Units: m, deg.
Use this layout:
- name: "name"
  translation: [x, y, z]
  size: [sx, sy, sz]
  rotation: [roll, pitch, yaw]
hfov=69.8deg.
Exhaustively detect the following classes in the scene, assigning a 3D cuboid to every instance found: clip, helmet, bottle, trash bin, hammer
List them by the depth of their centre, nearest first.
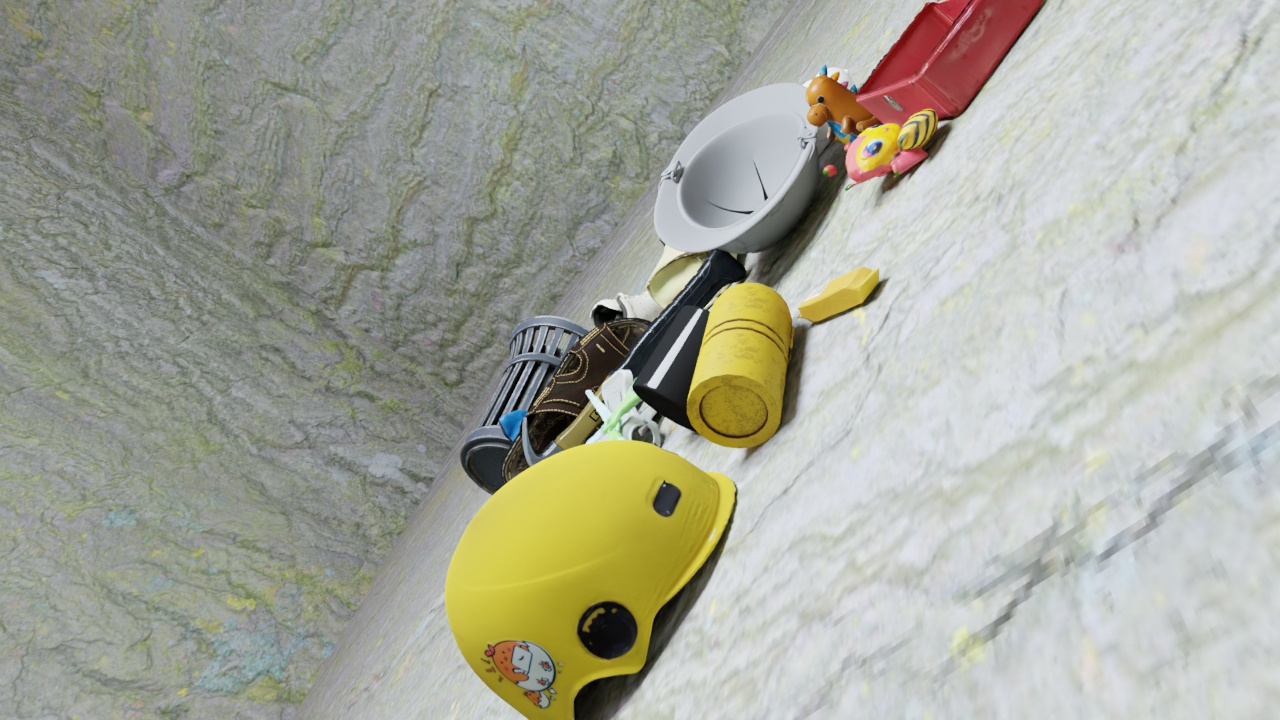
- name: "helmet"
  translation: [-0.056, 0.143, 0.691]
  size: [0.240, 0.139, 0.208]
  rotation: [-51, 11, 16]
- name: "bottle"
  translation: [0.085, -0.009, 0.731]
  size: [0.071, 0.071, 0.163]
  rotation: [-47, 14, 35]
- name: "clip"
  translation: [-0.020, 0.085, 0.967]
  size: [0.125, 0.072, 0.142]
  rotation: [-36, 31, 54]
- name: "helmet"
  translation: [0.125, -0.178, 1.002]
  size: [0.184, 0.118, 0.270]
  rotation: [-7, 46, 33]
- name: "hammer"
  translation: [-0.006, 0.006, 1.039]
  size: [0.333, 0.118, 0.025]
  rotation: [-50, 12, -2]
- name: "trash bin"
  translation: [-0.146, 0.074, 1.287]
  size: [0.165, 0.164, 0.226]
  rotation: [-44, 18, 45]

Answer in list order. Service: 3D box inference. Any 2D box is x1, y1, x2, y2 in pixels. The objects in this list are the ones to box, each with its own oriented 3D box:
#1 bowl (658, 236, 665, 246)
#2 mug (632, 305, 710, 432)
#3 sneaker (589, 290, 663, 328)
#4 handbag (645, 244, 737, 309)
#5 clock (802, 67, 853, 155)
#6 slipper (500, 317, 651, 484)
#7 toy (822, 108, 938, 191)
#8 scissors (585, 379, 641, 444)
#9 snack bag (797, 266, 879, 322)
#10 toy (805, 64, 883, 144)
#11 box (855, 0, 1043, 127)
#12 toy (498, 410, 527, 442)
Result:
- name: "bowl"
  translation: [0.095, -0.202, 1.222]
  size: [0.157, 0.038, 0.158]
  rotation: [-31, -32, -22]
- name: "mug"
  translation: [0.050, 0.014, 0.840]
  size: [0.088, 0.078, 0.114]
  rotation: [-57, -17, -13]
- name: "sneaker"
  translation: [-0.015, -0.056, 1.245]
  size: [0.089, 0.102, 0.240]
  rotation: [-47, 12, 38]
- name: "handbag"
  translation: [0.073, -0.121, 1.140]
  size: [0.111, 0.081, 0.119]
  rotation: [-40, 15, 32]
- name: "clock"
  translation: [0.192, -0.290, 1.144]
  size: [0.161, 0.073, 0.125]
  rotation: [-42, 16, 51]
- name: "slipper"
  translation: [-0.066, 0.058, 1.101]
  size: [0.267, 0.113, 0.076]
  rotation: [-51, 10, -6]
- name: "toy"
  translation: [0.211, -0.181, 0.784]
  size: [0.084, 0.046, 0.104]
  rotation: [-35, 9, -32]
- name: "scissors"
  translation: [-0.029, 0.065, 0.908]
  size: [0.172, 0.022, 0.173]
  rotation: [-47, 34, 23]
- name: "snack bag"
  translation: [0.151, -0.050, 0.706]
  size: [0.026, 0.020, 0.099]
  rotation: [-50, 8, -21]
- name: "toy"
  translation: [0.214, -0.265, 0.912]
  size: [0.103, 0.090, 0.070]
  rotation: [-59, 13, -2]
- name: "box"
  translation: [0.245, -0.289, 0.801]
  size: [0.157, 0.154, 0.168]
  rotation: [-121, 36, -81]
- name: "toy"
  translation: [-0.082, 0.079, 1.179]
  size: [0.175, 0.113, 0.071]
  rotation: [-33, 12, -31]
